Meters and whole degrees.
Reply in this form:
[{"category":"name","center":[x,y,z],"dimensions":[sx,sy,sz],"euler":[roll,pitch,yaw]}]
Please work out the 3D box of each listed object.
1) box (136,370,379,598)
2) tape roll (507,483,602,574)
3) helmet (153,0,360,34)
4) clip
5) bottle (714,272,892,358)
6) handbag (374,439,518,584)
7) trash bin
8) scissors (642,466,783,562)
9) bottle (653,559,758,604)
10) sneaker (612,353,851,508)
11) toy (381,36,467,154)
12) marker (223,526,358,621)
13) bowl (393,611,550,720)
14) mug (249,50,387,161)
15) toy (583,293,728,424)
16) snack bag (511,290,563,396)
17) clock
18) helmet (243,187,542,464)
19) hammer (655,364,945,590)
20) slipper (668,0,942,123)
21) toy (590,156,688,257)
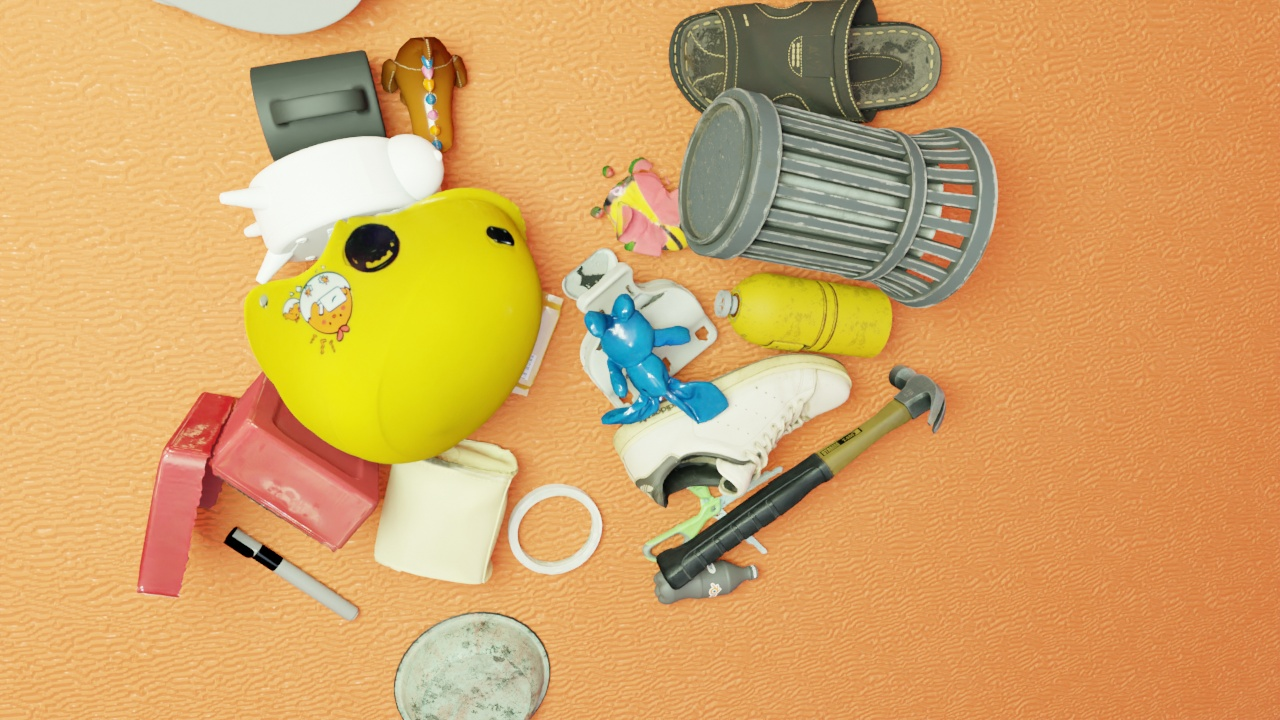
[{"category":"box","center":[-0.299,0.096,0.755],"dimensions":[0.168,0.157,0.154],"euler":[8,105,-16]},{"category":"tape roll","center":[-0.084,0.167,0.909],"dimensions":[0.093,0.013,0.093],"euler":[-4,107,-14]},{"category":"helmet","center":[-0.314,-0.359,0.649],"dimensions":[0.271,0.117,0.184],"euler":[24,128,-26]},{"category":"clip","center":[-0.008,-0.033,0.854],"dimensions":[0.124,0.073,0.143],"euler":[-42,119,-4]},{"category":"bottle","center":[0.152,-0.044,0.885],"dimensions":[0.163,0.071,0.071],"euler":[6,103,-17]},{"category":"handbag","center":[-0.178,0.131,0.842],"dimensions":[0.111,0.081,0.119],"euler":[13,103,-11]},{"category":"trash bin","center":[0.161,-0.143,0.798],"dimensions":[0.227,0.164,0.164],"euler":[7,103,-22]},{"category":"scissors","center":[0.073,0.149,0.947],"dimensions":[0.171,0.022,0.174],"euler":[-32,106,-8]},{"category":"bottle","center":[0.069,0.229,0.956],"dimensions":[0.109,0.036,0.036],"euler":[-6,107,-14]},{"category":"sneaker","center":[0.100,0.072,0.875],"dimensions":[0.241,0.102,0.089],"euler":[-19,146,-7]},{"category":"toy","center":[-0.168,-0.212,0.734],"dimensions":[0.070,0.103,0.090],"euler":[-9,100,-14]},{"category":"marker","center":[-0.321,0.200,0.852],"dimensions":[0.140,0.016,0.016],"euler":[43,91,-22]},{"category":"bowl","center":[-0.166,0.331,0.919],"dimensions":[0.157,0.038,0.157],"euler":[-4,106,-14]},{"category":"mug","center":[-0.247,-0.194,0.709],"dimensions":[0.088,0.113,0.078],"euler":[-14,107,-12]},{"category":"toy","center":[-0.005,0.005,0.802],"dimensions":[0.113,0.071,0.176],"euler":[-30,133,4]},{"category":"snack bag","center":[-0.099,-0.015,0.850],"dimensions":[0.026,0.020,0.099],"euler":[19,99,-12]},{"category":"clock","center":[-0.232,-0.118,0.722],"dimensions":[0.160,0.125,0.073],"euler":[-21,89,-15]},{"category":"helmet","center":[-0.166,-0.010,0.721],"dimensions":[0.240,0.139,0.209],"euler":[-34,153,0]},{"category":"hammer","center":[0.160,0.119,0.913],"dimensions":[0.333,0.118,0.025],"euler":[-35,109,-1]},{"category":"slipper","center":[0.156,-0.266,0.820],"dimensions":[0.267,0.076,0.113],"euler":[-3,105,-15]},{"category":"toy","center":[0.009,-0.135,0.836],"dimensions":[0.103,0.046,0.084],"euler":[16,79,-21]}]
